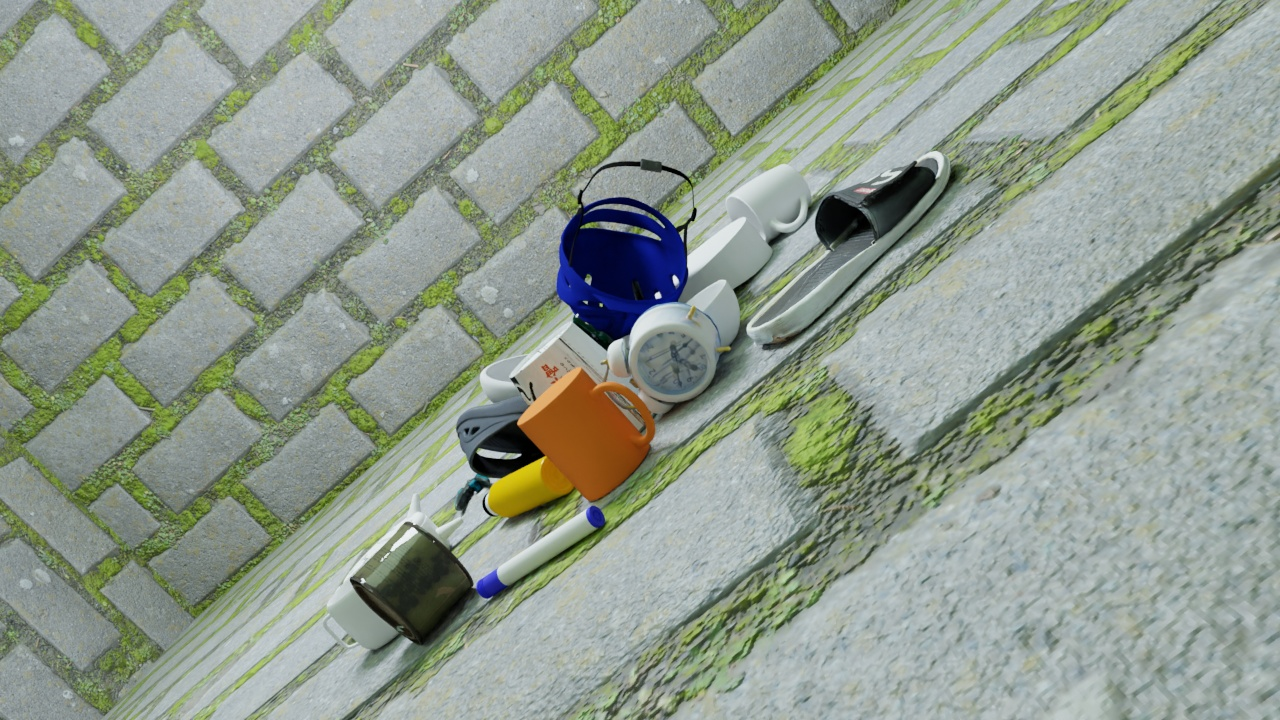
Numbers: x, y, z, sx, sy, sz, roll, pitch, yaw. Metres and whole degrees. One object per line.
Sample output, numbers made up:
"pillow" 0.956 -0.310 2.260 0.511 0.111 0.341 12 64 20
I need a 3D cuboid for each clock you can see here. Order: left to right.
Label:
"clock" -0.297 0.238 1.091 0.160 0.073 0.126 -48 12 -34
"clock" 0.020 0.002 0.873 0.126 0.089 0.051 -37 17 20

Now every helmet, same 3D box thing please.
"helmet" -0.014 -0.140 1.025 0.241 0.147 0.228 -96 16 -53

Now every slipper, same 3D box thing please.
"slipper" -0.152 0.104 1.108 0.269 0.110 0.083 -23 52 60
"slipper" 0.186 -0.118 0.840 0.263 0.063 0.111 -46 11 -12

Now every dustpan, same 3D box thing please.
"dustpan" 0.055 -0.080 1.197 0.258 0.053 0.191 -40 10 10

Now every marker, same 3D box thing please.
"marker" -0.086 0.164 0.776 0.142 0.020 0.020 -36 11 26

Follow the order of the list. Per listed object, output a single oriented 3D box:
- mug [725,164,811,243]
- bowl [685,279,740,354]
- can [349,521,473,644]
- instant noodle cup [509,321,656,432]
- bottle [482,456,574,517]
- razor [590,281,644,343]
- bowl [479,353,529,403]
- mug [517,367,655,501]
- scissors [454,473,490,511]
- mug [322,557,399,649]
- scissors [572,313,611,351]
"mug" 0.181 -0.203 1.210 0.087 0.081 0.114 -37 40 -13
"bowl" 0.060 -0.027 0.945 0.115 0.050 0.114 -40 9 8
"can" -0.215 0.209 0.861 0.074 0.090 0.090 -47 12 -28
"instant noodle cup" -0.063 0.033 0.946 0.124 0.122 0.123 -40 10 8
"bottle" -0.121 0.135 0.958 0.144 0.043 0.043 -30 15 49
"razor" -0.040 -0.045 1.135 0.052 0.047 0.142 15 57 49
"bowl" -0.115 0.039 1.179 0.176 0.066 0.176 -4 14 1
"mug" -0.040 0.059 0.823 0.113 0.096 0.077 -34 12 37
"scissors" -0.235 0.178 1.282 0.155 0.019 0.125 -35 10 41
"mug" -0.282 0.257 0.968 0.116 0.068 0.094 -40 10 6
"scissors" -0.001 0.009 1.022 0.015 0.137 0.209 -57 -18 -5
